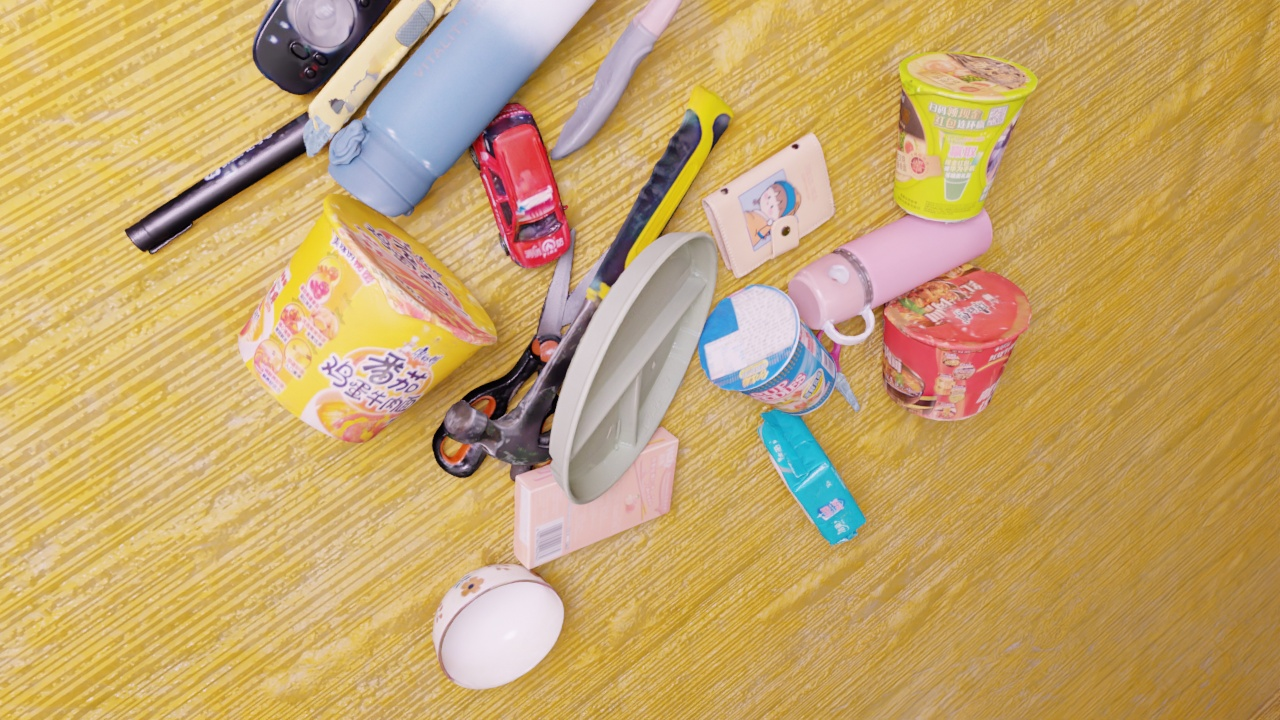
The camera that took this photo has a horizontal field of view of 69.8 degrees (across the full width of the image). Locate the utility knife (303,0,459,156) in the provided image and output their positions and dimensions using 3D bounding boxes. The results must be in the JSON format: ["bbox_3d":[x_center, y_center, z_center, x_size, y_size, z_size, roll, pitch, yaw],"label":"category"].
[{"bbox_3d":[-0.158,-0.195,0.573,0.166,0.018,0.031,-48,141,-5],"label":"utility knife"}]

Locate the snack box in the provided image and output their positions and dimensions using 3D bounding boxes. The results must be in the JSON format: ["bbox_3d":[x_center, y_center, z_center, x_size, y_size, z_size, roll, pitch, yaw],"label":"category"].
[{"bbox_3d":[-0.038,0.119,0.806,0.157,0.026,0.085,-16,126,-34],"label":"snack box"}]

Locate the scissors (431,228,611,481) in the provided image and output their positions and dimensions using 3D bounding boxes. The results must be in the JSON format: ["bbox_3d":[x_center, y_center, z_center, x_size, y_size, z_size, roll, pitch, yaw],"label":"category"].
[{"bbox_3d":[-0.091,0.006,0.730,0.189,0.022,0.230,-16,123,-24],"label":"scissors"}]

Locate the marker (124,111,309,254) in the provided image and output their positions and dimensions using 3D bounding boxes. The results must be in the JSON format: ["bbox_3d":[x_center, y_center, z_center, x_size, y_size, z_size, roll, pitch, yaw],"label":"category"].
[{"bbox_3d":[-0.254,-0.109,0.566,0.132,0.020,0.022,-37,145,-9],"label":"marker"}]

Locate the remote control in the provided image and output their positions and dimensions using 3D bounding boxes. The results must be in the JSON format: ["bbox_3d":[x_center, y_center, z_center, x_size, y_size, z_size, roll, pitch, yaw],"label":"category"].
[{"bbox_3d":[-0.180,-0.221,0.548,0.136,0.024,0.053,-51,134,3],"label":"remote control"}]

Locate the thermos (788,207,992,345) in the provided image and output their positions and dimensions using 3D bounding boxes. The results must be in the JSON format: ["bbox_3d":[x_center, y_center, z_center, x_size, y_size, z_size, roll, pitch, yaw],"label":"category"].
[{"bbox_3d":[0.235,-0.083,0.847,0.198,0.087,0.067,-26,161,-20],"label":"thermos"}]

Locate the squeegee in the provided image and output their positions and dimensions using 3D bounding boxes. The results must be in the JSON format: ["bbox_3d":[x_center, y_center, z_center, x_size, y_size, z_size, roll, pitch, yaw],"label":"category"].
[{"bbox_3d":[0.003,-0.232,0.607,0.250,0.040,0.247,-58,171,31],"label":"squeegee"}]

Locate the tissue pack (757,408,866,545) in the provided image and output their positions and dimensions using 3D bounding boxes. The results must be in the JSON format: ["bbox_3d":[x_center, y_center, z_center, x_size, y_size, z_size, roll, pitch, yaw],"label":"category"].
[{"bbox_3d":[0.166,0.113,0.902,0.050,0.093,0.133,-32,129,6],"label":"tissue pack"}]

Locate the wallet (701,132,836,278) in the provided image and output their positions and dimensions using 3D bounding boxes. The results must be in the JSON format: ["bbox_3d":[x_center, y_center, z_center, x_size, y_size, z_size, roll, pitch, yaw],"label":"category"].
[{"bbox_3d":[0.113,-0.129,0.785,0.115,0.024,0.087,-34,123,-14],"label":"wallet"}]

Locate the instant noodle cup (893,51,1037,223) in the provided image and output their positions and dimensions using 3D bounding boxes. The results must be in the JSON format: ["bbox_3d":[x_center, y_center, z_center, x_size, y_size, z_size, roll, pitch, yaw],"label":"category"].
[{"bbox_3d":[0.272,-0.191,0.802,0.111,0.111,0.124,-18,130,-24],"label":"instant noodle cup"}]

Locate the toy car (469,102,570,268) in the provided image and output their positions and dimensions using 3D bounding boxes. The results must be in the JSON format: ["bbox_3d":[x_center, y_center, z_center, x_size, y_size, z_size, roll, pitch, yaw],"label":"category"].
[{"bbox_3d":[-0.083,-0.120,0.652,0.052,0.045,0.121,-27,129,-16],"label":"toy car"}]

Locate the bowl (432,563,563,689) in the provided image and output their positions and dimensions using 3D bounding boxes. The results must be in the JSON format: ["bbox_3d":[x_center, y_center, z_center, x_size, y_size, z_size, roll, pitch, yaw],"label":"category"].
[{"bbox_3d":[-0.129,0.219,0.796,0.113,0.062,0.114,-15,123,-24],"label":"bowl"}]

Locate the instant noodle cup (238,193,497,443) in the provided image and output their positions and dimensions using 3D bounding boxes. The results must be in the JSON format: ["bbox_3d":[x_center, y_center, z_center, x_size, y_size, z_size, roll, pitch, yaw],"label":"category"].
[{"bbox_3d":[-0.181,-0.022,0.593,0.110,0.138,0.138,-45,130,7],"label":"instant noodle cup"}]

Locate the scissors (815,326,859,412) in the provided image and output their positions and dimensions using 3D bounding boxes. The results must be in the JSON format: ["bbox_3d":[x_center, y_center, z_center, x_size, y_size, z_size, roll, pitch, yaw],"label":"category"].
[{"bbox_3d":[0.197,0.017,0.923,0.056,0.017,0.133,-48,134,-8],"label":"scissors"}]

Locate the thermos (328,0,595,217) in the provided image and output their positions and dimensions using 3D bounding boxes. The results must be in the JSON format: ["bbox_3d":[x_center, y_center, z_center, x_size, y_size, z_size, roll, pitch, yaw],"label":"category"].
[{"bbox_3d":[-0.109,-0.187,0.585,0.220,0.070,0.070,-49,130,-1],"label":"thermos"}]

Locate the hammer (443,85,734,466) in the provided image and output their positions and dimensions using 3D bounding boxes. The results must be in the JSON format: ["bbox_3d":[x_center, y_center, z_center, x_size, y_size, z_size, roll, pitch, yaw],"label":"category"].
[{"bbox_3d":[-0.022,-0.061,0.709,0.126,0.032,0.323,32,89,-51],"label":"hammer"}]

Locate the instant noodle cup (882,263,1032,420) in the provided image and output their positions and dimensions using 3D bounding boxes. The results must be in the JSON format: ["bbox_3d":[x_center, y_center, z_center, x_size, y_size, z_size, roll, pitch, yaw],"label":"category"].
[{"bbox_3d":[0.300,-0.015,0.898,0.137,0.138,0.109,-22,133,-21],"label":"instant noodle cup"}]

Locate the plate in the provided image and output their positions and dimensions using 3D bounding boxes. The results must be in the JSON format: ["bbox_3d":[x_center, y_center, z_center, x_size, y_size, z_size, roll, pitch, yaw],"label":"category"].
[{"bbox_3d":[-0.004,0.004,0.708,0.229,0.027,0.231,-55,161,-30],"label":"plate"}]

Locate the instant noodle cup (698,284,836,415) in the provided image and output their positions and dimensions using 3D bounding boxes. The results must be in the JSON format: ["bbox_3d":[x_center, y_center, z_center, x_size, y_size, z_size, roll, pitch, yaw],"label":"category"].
[{"bbox_3d":[0.122,-0.001,0.819,0.099,0.099,0.110,-54,137,4],"label":"instant noodle cup"}]
